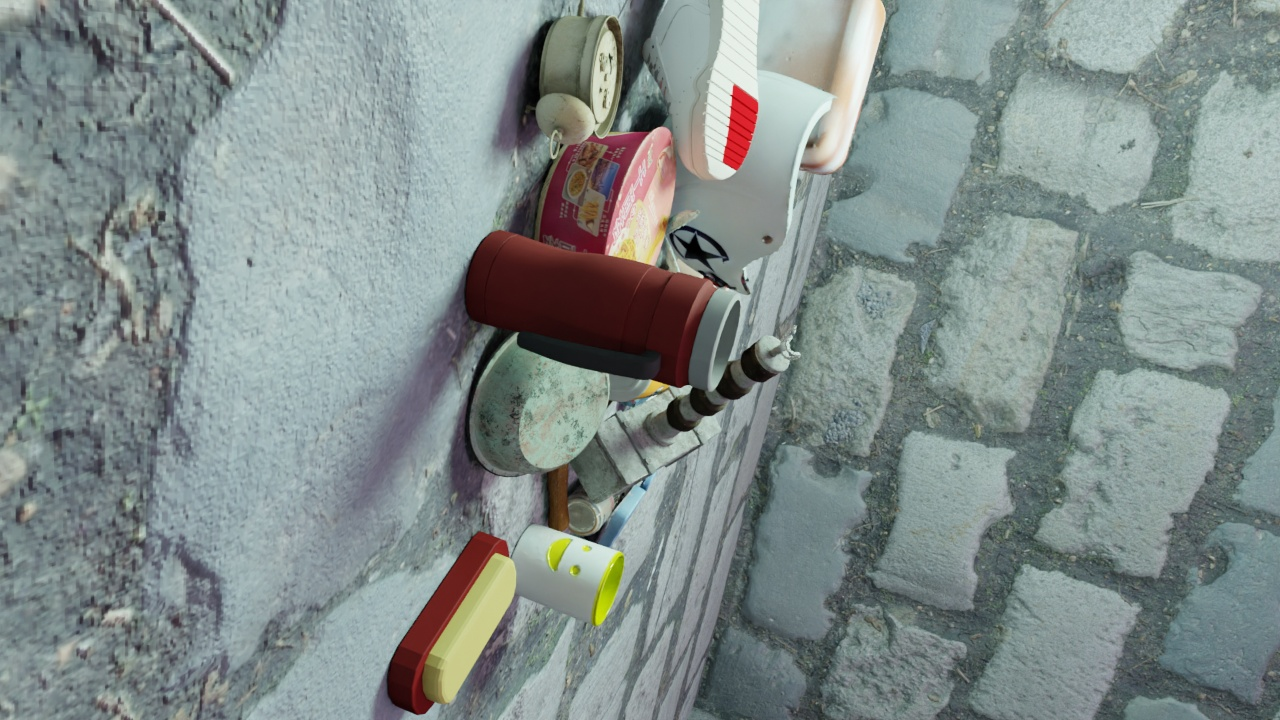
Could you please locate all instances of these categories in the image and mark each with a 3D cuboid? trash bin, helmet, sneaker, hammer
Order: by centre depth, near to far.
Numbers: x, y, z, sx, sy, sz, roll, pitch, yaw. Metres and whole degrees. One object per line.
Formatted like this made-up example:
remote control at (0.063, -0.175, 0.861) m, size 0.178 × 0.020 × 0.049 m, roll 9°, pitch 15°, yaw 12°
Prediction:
sneaker at (0.050, -0.285, 0.896) m, size 0.090 × 0.104 × 0.236 m, roll 12°, pitch 78°, yaw -53°
hammer at (-0.087, 0.071, 0.952) m, size 0.115 × 0.033 × 0.324 m, roll -61°, pitch 162°, yaw -44°
hammer at (0.068, 0.043, 0.985) m, size 0.176 × 0.079 × 0.327 m, roll -24°, pitch 170°, yaw -43°
helmet at (0.090, -0.209, 1.032) m, size 0.264 × 0.163 × 0.236 m, roll 130°, pitch -18°, yaw -78°
trash bin at (0.216, -0.403, 1.261) m, size 0.157 × 0.182 × 0.260 m, roll -19°, pitch 125°, yaw -70°

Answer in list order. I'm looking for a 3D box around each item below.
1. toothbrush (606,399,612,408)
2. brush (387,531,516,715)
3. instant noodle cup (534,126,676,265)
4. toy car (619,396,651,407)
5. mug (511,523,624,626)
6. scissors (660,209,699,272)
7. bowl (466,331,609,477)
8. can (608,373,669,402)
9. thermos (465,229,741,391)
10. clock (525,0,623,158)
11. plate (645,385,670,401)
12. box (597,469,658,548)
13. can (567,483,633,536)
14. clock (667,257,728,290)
toothbrush at (-0.028, 0.035, 1.161) m, size 0.166 × 0.016 × 0.016 m, roll -50°, pitch 154°, yaw -56°
brush at (-0.162, 0.238, 0.832) m, size 0.172 × 0.042 × 0.082 m, roll -58°, pitch 159°, yaw -45°
instant noodle cup at (-0.034, -0.131, 0.833) m, size 0.178 × 0.078 × 0.178 m, roll 19°, pitch 89°, yaw -76°
toy car at (0.018, 0.023, 1.219) m, size 0.108 × 0.027 × 0.060 m, roll -53°, pitch 169°, yaw 13°
mug at (-0.081, 0.233, 1.000) m, size 0.082 × 0.106 × 0.082 m, roll 17°, pitch 89°, yaw -76°
scissors at (0.008, -0.130, 0.952) m, size 0.174 × 0.013 × 0.170 m, roll -56°, pitch -134°, yaw 44°
bowl at (-0.079, 0.039, 0.812) m, size 0.157 × 0.038 × 0.158 m, roll -29°, pitch 132°, yaw -39°
can at (-0.006, 0.006, 1.081) m, size 0.142 × 0.079 × 0.079 m, roll -3°, pitch 109°, yaw -75°
thermos at (-0.033, -0.033, 0.696) m, size 0.107 × 0.199 × 0.084 m, roll -56°, pitch 158°, yaw -49°
clock at (-0.054, -0.211, 0.715) m, size 0.093 × 0.054 × 0.140 m, roll 84°, pitch 19°, yaw -57°
plate at (0.018, 0.076, 1.374) m, size 0.188 × 0.016 × 0.188 m, roll 17°, pitch 89°, yaw -76°
box at (-0.023, 0.211, 1.223) m, size 0.125 × 0.021 × 0.210 m, roll -50°, pitch 172°, yaw -39°
can at (-0.051, 0.167, 1.146) m, size 0.135 × 0.054 × 0.054 m, roll -40°, pitch 144°, yaw -65°
clock at (0.062, -0.097, 1.258) m, size 0.160 × 0.086 × 0.131 m, roll -58°, pitch 161°, yaw -20°
